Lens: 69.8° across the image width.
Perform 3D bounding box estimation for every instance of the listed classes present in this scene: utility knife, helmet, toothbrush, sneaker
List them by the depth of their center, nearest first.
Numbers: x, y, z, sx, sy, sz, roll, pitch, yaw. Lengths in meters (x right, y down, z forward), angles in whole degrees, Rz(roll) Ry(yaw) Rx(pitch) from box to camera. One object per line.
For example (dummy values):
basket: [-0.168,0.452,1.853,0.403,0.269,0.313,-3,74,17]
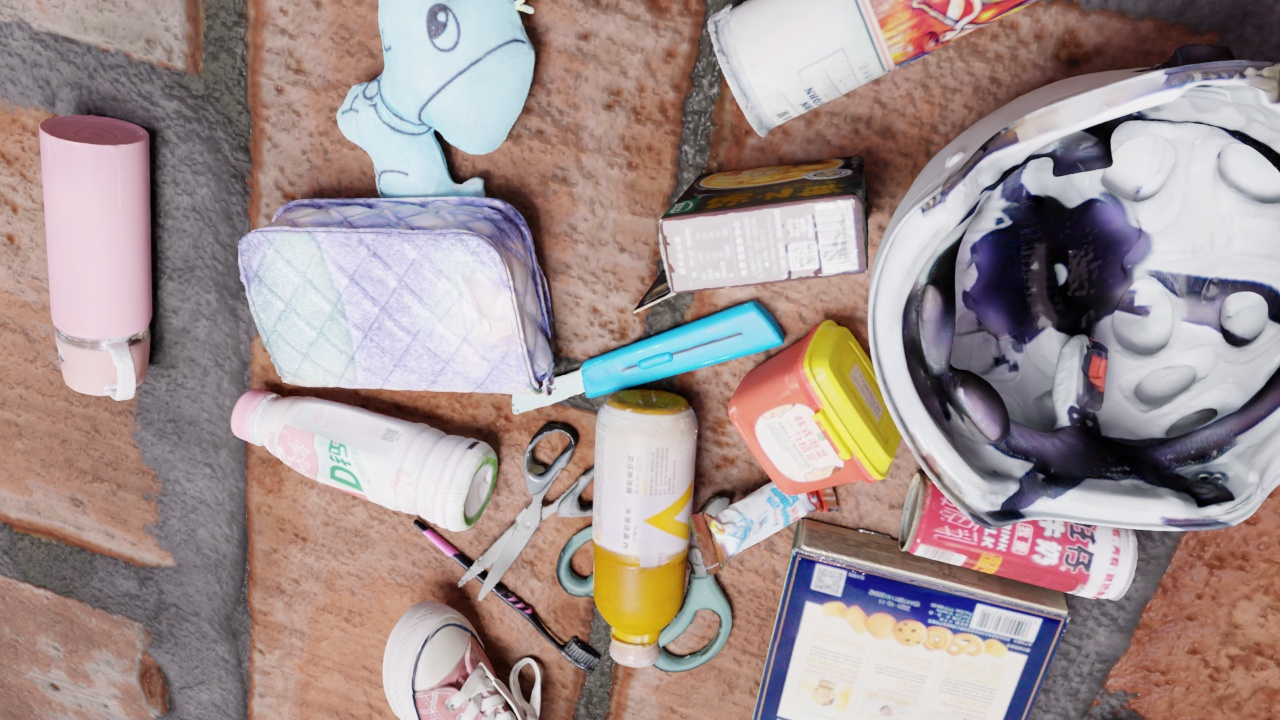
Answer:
helmet: [0.241,-0.040,0.468,0.259,0.145,0.229,-15,111,9]
utility knife: [-0.004,0.004,0.623,0.205,0.018,0.034,-18,108,23]
toothbrush: [-0.106,0.186,0.733,0.189,0.014,0.018,41,107,-5]
sneaker: [-0.124,0.294,0.734,0.088,0.118,0.241,3,121,33]

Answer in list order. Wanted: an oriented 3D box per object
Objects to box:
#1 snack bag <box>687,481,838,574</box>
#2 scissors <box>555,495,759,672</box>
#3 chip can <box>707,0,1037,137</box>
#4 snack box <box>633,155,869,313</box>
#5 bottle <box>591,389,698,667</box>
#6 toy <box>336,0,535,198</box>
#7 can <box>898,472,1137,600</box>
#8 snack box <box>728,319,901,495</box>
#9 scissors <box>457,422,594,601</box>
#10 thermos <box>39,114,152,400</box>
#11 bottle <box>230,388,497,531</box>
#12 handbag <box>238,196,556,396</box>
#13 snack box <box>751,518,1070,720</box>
snack bag: [0.084,0.103,0.618,0.104,0.026,0.048,-23,106,-17]
scissors: [0.008,0.155,0.686,0.176,0.019,0.175,22,118,6]
chip can: [0.145,-0.194,0.467,0.215,0.071,0.071,-22,106,22]
snack box: [0.064,-0.074,0.516,0.126,0.113,0.053,-4,111,16]
bottle: [0.001,0.117,0.627,0.068,0.068,0.190,6,104,12]
toy: [-0.122,-0.167,0.561,0.156,0.049,0.161,-16,117,20]
can: [0.238,0.112,0.586,0.133,0.053,0.053,13,116,9]
snack box: [0.108,0.035,0.574,0.080,0.081,0.091,-27,103,34]
scissors: [-0.088,0.115,0.691,0.171,0.014,0.151,-11,109,16]
thermos: [-0.384,-0.066,0.658,0.087,0.067,0.199,35,122,38]
bottle: [-0.207,0.066,0.678,0.197,0.068,0.068,17,116,11]
handbag: [-0.157,-0.040,0.610,0.194,0.075,0.134,3,124,14]
snack box: [0.182,0.216,0.651,0.178,0.045,0.183,13,116,9]
